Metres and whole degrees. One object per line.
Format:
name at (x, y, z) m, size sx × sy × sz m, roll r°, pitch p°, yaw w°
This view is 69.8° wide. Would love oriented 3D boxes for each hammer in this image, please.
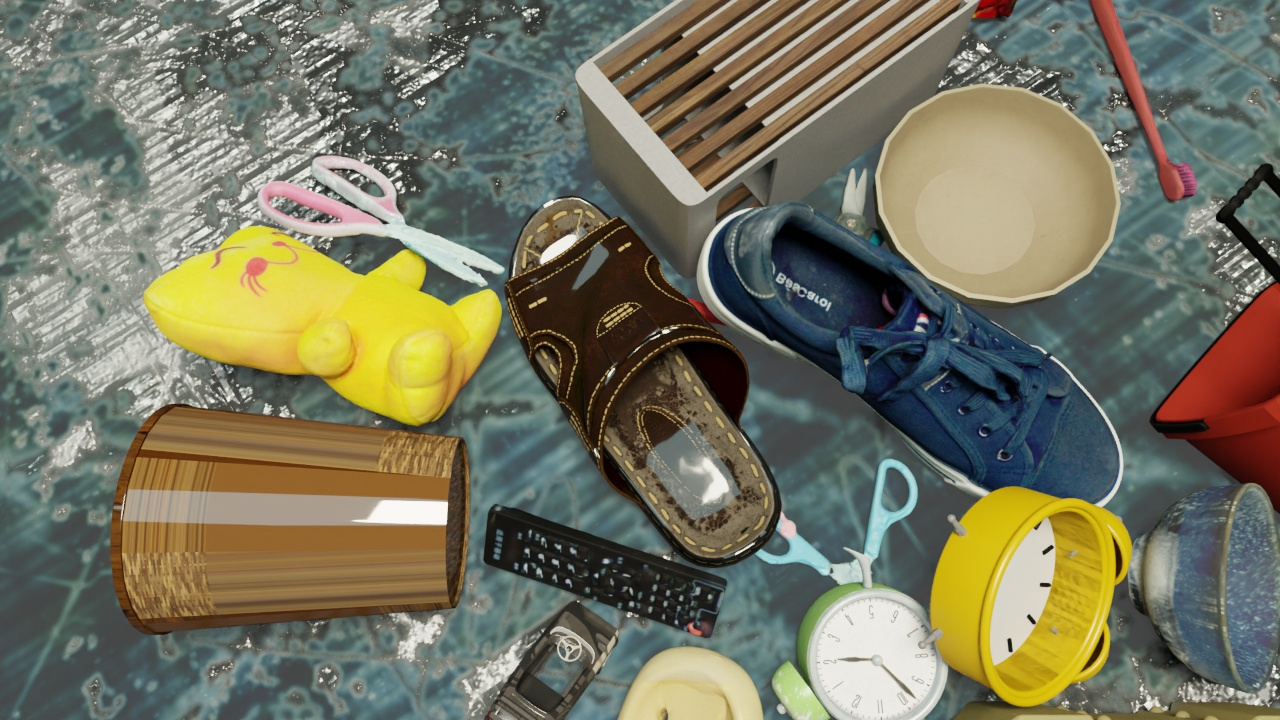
hammer at (0.266, 0.206, 0.375) m, size 0.190 × 0.325 × 0.100 m, roll -1°, pitch 74°, yaw 2°

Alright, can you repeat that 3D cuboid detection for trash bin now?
trash bin at (0.085, -0.179, 0.601) m, size 0.228 × 0.114 × 0.114 m, roll -37°, pitch 76°, yaw -7°

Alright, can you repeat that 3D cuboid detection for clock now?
clock at (0.221, 0.128, 0.510) m, size 0.151 × 0.052 × 0.113 m, roll 11°, pitch 93°, yaw -34°
clock at (0.131, 0.178, 0.532) m, size 0.094 × 0.042 × 0.119 m, roll 24°, pitch 83°, yaw 4°

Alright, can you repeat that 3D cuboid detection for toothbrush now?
toothbrush at (0.349, -0.199, 0.645) m, size 0.016 × 0.016 × 0.189 m, roll -10°, pitch 74°, yaw -5°

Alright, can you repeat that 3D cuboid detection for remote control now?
remote control at (-0.023, 0.125, 0.562) m, size 0.150 × 0.047 × 0.022 m, roll 17°, pitch 32°, yaw 9°

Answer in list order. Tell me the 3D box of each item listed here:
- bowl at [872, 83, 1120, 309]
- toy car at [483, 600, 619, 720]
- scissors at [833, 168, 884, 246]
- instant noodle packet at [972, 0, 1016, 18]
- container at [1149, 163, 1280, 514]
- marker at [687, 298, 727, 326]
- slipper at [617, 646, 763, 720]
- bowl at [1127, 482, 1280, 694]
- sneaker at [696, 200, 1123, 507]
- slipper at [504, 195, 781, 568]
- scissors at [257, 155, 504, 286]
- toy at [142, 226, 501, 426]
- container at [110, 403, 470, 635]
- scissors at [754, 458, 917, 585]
bowl at (0.227, -0.102, 0.605) m, size 0.152 × 0.050 × 0.152 m, roll -1°, pitch 74°, yaw 2°
toy car at (-0.049, 0.181, 0.533) m, size 0.040 × 0.037 × 0.092 m, roll 32°, pitch 45°, yaw 12°
scissors at (0.140, -0.062, 0.613) m, size 0.127 × 0.019 × 0.142 m, roll -27°, pitch 70°, yaw -12°
instant noodle packet at (0.226, -0.313, 0.671) m, size 0.098 × 0.040 × 0.135 m, roll 4°, pitch 76°, yaw 3°
container at (0.378, -0.008, 0.533) m, size 0.148 × 0.127 × 0.201 m, roll -44°, pitch 87°, yaw -10°
marker at (0.095, -0.019, 0.609) m, size 0.142 × 0.013 × 0.012 m, roll 14°, pitch 75°, yaw 6°
slipper at (0.007, 0.285, 0.484) m, size 0.111 × 0.079 × 0.261 m, roll 7°, pitch 72°, yaw 20°
bowl at (0.318, 0.126, 0.524) m, size 0.061 × 0.114 × 0.114 m, roll -4°, pitch 68°, yaw 46°
sneaker at (0.172, 0.002, 0.524) m, size 0.294 × 0.127 × 0.120 m, roll 32°, pitch 79°, yaw -7°
slipper at (-0.003, 0.004, 0.571) m, size 0.113 × 0.076 × 0.267 m, roll -30°, pitch 73°, yaw -5°
scissors at (-0.160, -0.098, 0.623) m, size 0.179 × 0.016 × 0.102 m, roll 20°, pitch 39°, yaw 6°
toy at (-0.194, -0.024, 0.587) m, size 0.194 × 0.134 × 0.088 m, roll 17°, pitch 119°, yaw 2°
container at (-0.191, 0.093, 0.537) m, size 0.167 × 0.132 × 0.132 m, roll 1°, pitch 74°, yaw -3°
scissors at (0.131, 0.114, 0.573) m, size 0.135 × 0.015 × 0.133 m, roll 40°, pitch 82°, yaw 6°
